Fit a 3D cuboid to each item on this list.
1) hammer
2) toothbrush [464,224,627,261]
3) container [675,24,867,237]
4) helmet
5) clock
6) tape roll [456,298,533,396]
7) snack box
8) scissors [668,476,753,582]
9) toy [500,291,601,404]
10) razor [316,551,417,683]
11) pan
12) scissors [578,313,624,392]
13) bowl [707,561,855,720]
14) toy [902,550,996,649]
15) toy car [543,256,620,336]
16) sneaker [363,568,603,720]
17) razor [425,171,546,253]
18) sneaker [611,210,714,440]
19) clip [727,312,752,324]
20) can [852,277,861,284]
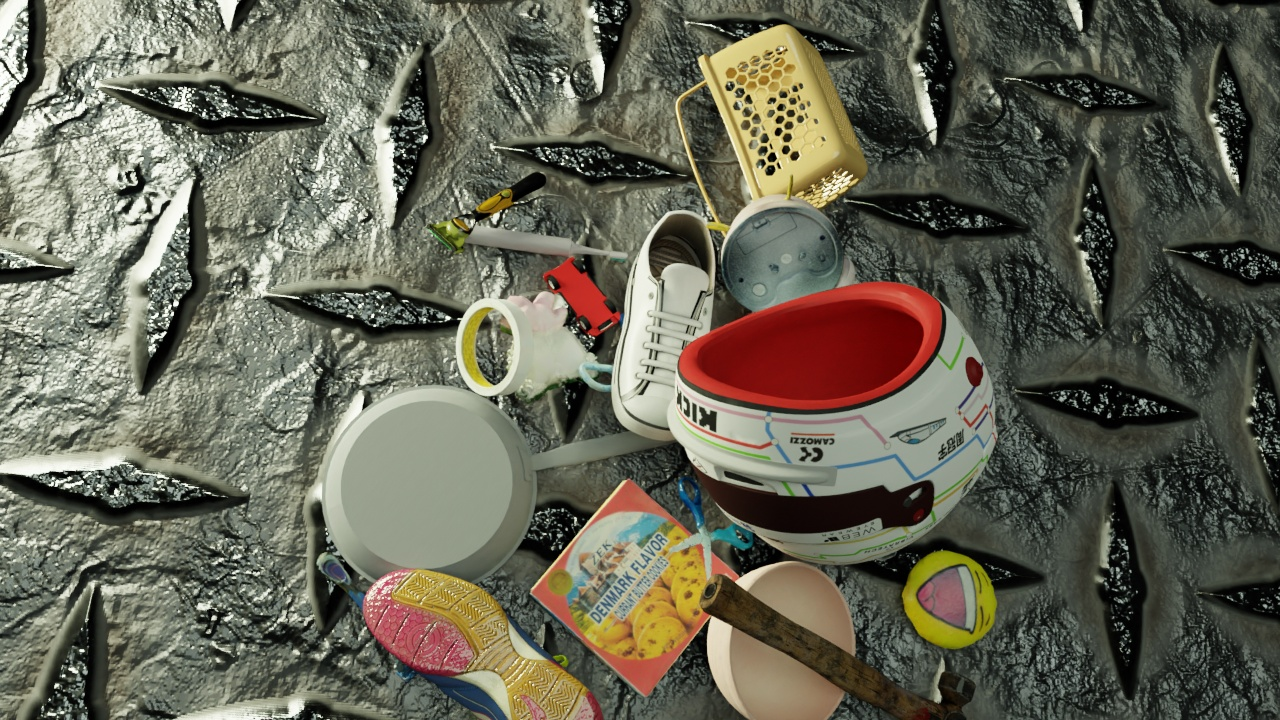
[{"bbox_3d":[0.177,0.283,0.817,0.330,0.033,0.119,35,68,-24],"label":"hammer"},{"bbox_3d":[-0.106,-0.121,0.955,0.188,0.019,0.018,7,54,-7],"label":"toothbrush"},{"bbox_3d":[0.131,-0.237,0.982,0.167,0.129,0.183,-26,77,27],"label":"container"},{"bbox_3d":[0.175,0.070,0.837,0.313,0.231,0.236,-21,122,-25],"label":"helmet"},{"bbox_3d":[0.148,-0.094,0.914,0.117,0.058,0.158,-29,115,18],"label":"clock"},{"bbox_3d":[-0.141,-0.013,0.884,0.019,0.094,0.094,0,70,-49],"label":"tape roll"},{"bbox_3d":[-0.006,0.212,0.867,0.145,0.040,0.142,41,72,3],"label":"snack box"},{"bbox_3d":[0.056,0.158,0.877,0.129,0.014,0.119,-13,61,-52],"label":"scissors"},{"bbox_3d":[-0.097,-0.017,0.914,0.095,0.041,0.109,-16,84,-29],"label":"toy"},{"bbox_3d":[-0.245,0.228,0.833,0.141,0.018,0.043,44,73,4],"label":"razor"},{"bbox_3d":[-0.124,0.102,0.880,0.356,0.051,0.200,-12,77,-10],"label":"pan"},{"bbox_3d":[-0.007,0.007,0.923,0.130,0.014,0.125,-6,64,-30],"label":"scissors"},{"bbox_3d":[0.118,0.260,0.845,0.152,0.076,0.153,5,80,-32],"label":"bowl"},{"bbox_3d":[0.308,0.238,0.913,0.094,0.041,0.095,1,75,-4],"label":"toy"},{"bbox_3d":[-0.061,-0.066,0.940,0.038,0.025,0.089,-34,77,-17],"label":"toy car"},{"bbox_3d":[-0.141,0.276,0.807,0.242,0.091,0.116,34,68,11],"label":"sneaker"},{"bbox_3d":[-0.151,-0.159,0.946,0.044,0.021,0.143,42,57,15],"label":"razor"},{"bbox_3d":[0.034,-0.045,0.893,0.091,0.097,0.244,15,60,-8],"label":"sneaker"},{"bbox_3d":[0.108,-0.039,0.970,0.045,0.023,0.060,32,77,-1],"label":"clip"},{"bbox_3d":[0.196,-0.081,0.978,0.101,0.053,0.053,41,72,3],"label":"can"}]
